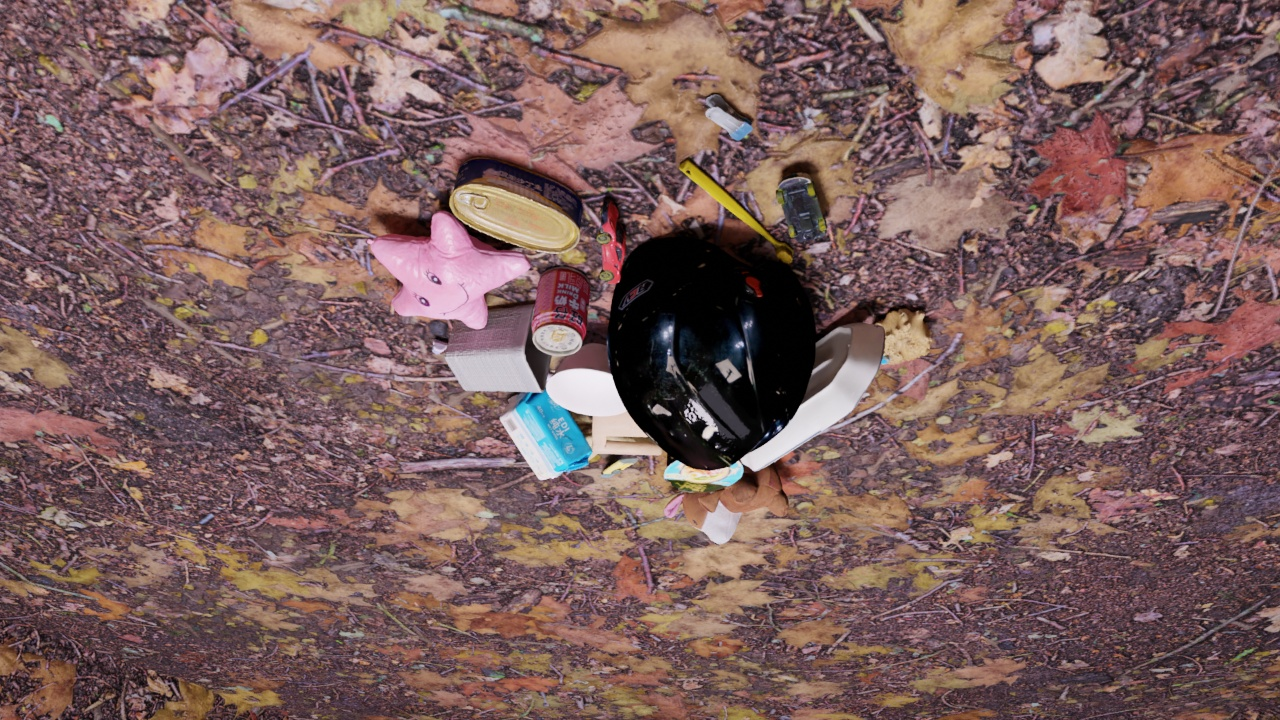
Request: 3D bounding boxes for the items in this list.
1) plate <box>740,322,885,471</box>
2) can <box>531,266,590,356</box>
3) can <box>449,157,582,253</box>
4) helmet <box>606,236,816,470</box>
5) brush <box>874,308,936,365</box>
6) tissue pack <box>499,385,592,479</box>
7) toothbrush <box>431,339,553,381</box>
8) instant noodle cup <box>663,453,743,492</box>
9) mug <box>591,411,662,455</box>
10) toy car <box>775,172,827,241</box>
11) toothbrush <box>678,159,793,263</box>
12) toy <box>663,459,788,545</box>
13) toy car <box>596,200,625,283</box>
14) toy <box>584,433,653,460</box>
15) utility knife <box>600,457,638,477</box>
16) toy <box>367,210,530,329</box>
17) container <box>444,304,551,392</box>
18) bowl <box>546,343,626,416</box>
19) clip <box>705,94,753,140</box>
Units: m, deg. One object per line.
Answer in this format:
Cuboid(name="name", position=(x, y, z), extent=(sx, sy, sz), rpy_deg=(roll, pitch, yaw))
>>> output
Cuboid(name="plate", position=(0.207, 0.040, 1.181), extent=(0.034, 0.161, 0.267), rpy_deg=(35, 136, -14))
Cuboid(name="can", position=(-0.097, -0.059, 1.123), extent=(0.066, 0.093, 0.067), rpy_deg=(2, 142, 2))
Cuboid(name="can", position=(-0.135, -0.172, 1.018), extent=(0.148, 0.049, 0.075), rpy_deg=(18, 140, -17))
Cuboid(name="helmet", position=(0.073, -0.007, 1.087), extent=(0.274, 0.229, 0.234), rpy_deg=(45, 127, -16))
Cuboid(name="brush", position=(0.278, 0.012, 1.216), extent=(0.083, 0.045, 0.255), rpy_deg=(28, 131, -33))
Cuboid(name="tissue pack", position=(-0.135, 0.102, 1.316), extent=(0.140, 0.063, 0.090), rpy_deg=(57, 141, -2))
Cuboid(name="toothbrush", position=(-0.196, 0.005, 1.277), extent=(0.189, 0.029, 0.021), rpy_deg=(17, 103, -18))
Cuboid(name="instant noodle cup", position=(0.084, 0.109, 1.299), extent=(0.111, 0.120, 0.111), rpy_deg=(-3, 144, -2))
Cuboid(name="mug", position=(-0.016, 0.084, 1.300), extent=(0.103, 0.084, 0.125), rpy_deg=(3, 122, -1))
Cuboid(name="toy car", position=(0.176, -0.170, 1.005), extent=(0.042, 0.035, 0.090), rpy_deg=(-13, 139, 18))
Cuboid(name="toothbrush", position=(0.112, -0.164, 1.032), extent=(0.016, 0.016, 0.190), rpy_deg=(-30, 131, 35))
Cuboid(name="toy", position=(0.140, 0.229, 1.465), extent=(0.140, 0.130, 0.200), rpy_deg=(25, 147, -34))
Cuboid(name="toy car", position=(-0.033, -0.136, 1.055), extent=(0.031, 0.049, 0.106), rpy_deg=(0, 142, 4))
Cuboid(name="toy", position=(-0.036, 0.123, 1.377), extent=(0.157, 0.066, 0.105), rpy_deg=(-16, 144, 14))
Cuboid(name="utility knife", position=(-0.038, 0.167, 1.426), extent=(0.031, 0.021, 0.207), rpy_deg=(3, 170, -13))
Cuboid(name="toy", position=(-0.244, -0.103, 1.095), extent=(0.178, 0.074, 0.195), rpy_deg=(24, 139, -24))
Cuboid(name="container", position=(-0.185, -0.014, 1.198), extent=(0.114, 0.090, 0.090), rpy_deg=(-2, 142, 13))
Cuboid(name="bowl", position=(-0.060, 0.017, 1.208), extent=(0.118, 0.064, 0.118), rpy_deg=(6, 147, 4))
Cuboid(name="clip", position=(0.088, -0.246, 0.930), extent=(0.057, 0.033, 0.025), rpy_deg=(25, 140, -36))
